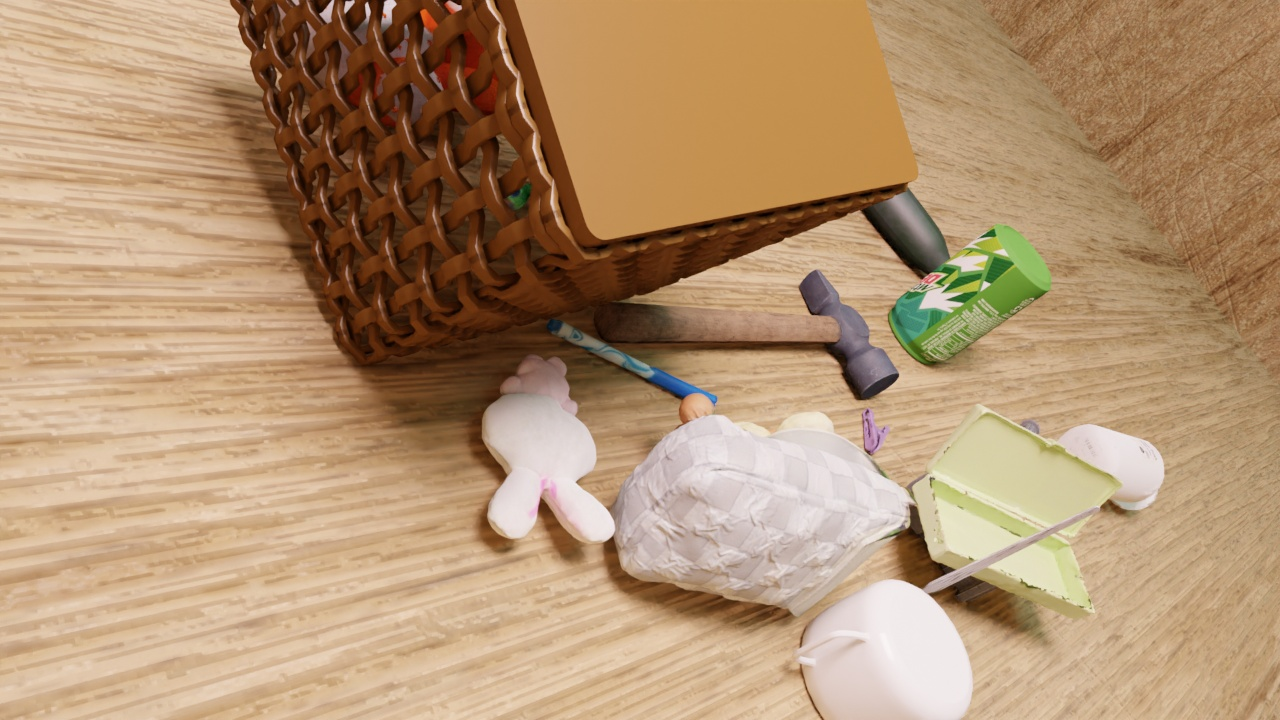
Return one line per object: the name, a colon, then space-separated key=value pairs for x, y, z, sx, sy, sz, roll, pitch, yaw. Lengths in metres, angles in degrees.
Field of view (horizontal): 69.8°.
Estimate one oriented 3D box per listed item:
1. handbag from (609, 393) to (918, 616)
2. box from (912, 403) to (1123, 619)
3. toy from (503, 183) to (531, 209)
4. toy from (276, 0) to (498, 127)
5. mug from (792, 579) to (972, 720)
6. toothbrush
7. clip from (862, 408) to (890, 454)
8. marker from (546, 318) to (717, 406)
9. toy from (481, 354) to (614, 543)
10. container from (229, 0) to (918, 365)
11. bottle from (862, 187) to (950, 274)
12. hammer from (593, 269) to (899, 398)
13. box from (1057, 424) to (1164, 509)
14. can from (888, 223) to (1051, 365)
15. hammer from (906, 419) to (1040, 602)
handbag: x=0.064 y=0.080 z=0.558 sx=0.171 sy=0.113 sz=0.123 roll=19 pitch=36 yaw=-34
box: x=0.294 y=0.121 z=0.720 sx=0.188 sy=0.061 sz=0.133 roll=23 pitch=82 yaw=-29
toy: x=-0.019 y=-0.143 z=0.714 sx=0.130 sy=0.073 sz=0.192 roll=33 pitch=39 yaw=11
toy: x=-0.154 y=-0.227 z=0.630 sx=0.164 sy=0.093 sz=0.172 roll=51 pitch=35 yaw=4
mug: x=0.148 y=0.188 z=0.575 sx=0.115 sy=0.068 sz=0.094 roll=23 pitch=43 yaw=-30
toothbrush: x=0.212 y=0.133 z=0.596 sx=0.010 sy=0.182 sz=0.010 roll=36 pitch=34 yaw=-24
clip: x=0.201 y=0.060 z=0.798 sx=0.050 sy=0.014 sz=0.045 roll=-12 pitch=66 yaw=-52
marker: x=-0.004 y=0.004 z=0.638 sx=0.141 sy=0.013 sz=0.013 roll=26 pitch=41 yaw=-27
toy: x=-0.056 y=0.049 z=0.521 sx=0.076 sy=0.037 sz=0.125 roll=16 pitch=44 yaw=-31
container: x=-0.033 y=-0.149 z=0.495 sx=0.250 sy=0.215 sz=0.219 roll=-18 pitch=91 yaw=-42
bottle: x=0.332 y=-0.133 z=1.074 sx=0.174 sy=0.055 sz=0.055 roll=53 pitch=36 yaw=5
hammer: x=0.087 y=-0.028 z=0.744 sx=0.321 sy=0.040 sz=0.129 roll=-1 pitch=53 yaw=-45
box: x=0.533 y=0.122 z=1.028 sx=0.159 sy=0.092 sz=0.081 roll=12 pitch=45 yaw=-29
can: x=0.332 y=-0.064 z=0.932 sx=0.083 sy=0.144 sz=0.082 roll=28 pitch=40 yaw=-26
hammer: x=0.331 y=0.109 z=0.856 sx=0.098 sy=0.044 sz=0.321 roll=55 pitch=36 yaw=9
